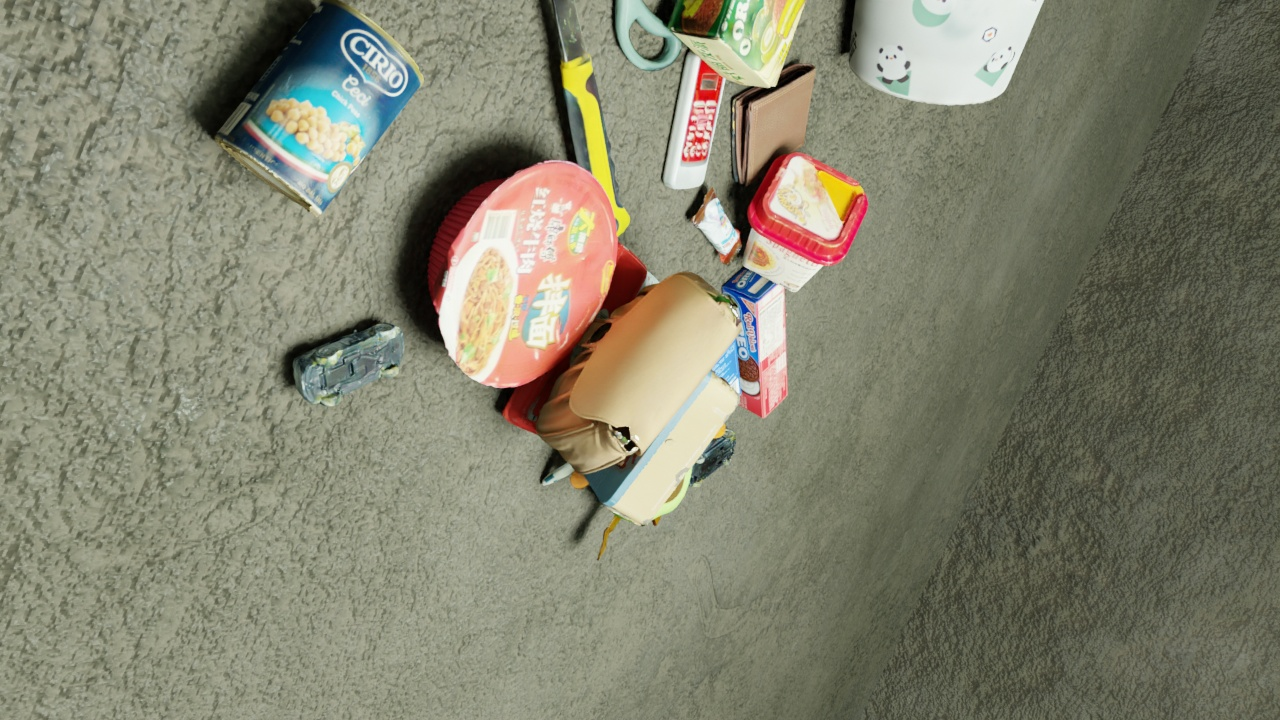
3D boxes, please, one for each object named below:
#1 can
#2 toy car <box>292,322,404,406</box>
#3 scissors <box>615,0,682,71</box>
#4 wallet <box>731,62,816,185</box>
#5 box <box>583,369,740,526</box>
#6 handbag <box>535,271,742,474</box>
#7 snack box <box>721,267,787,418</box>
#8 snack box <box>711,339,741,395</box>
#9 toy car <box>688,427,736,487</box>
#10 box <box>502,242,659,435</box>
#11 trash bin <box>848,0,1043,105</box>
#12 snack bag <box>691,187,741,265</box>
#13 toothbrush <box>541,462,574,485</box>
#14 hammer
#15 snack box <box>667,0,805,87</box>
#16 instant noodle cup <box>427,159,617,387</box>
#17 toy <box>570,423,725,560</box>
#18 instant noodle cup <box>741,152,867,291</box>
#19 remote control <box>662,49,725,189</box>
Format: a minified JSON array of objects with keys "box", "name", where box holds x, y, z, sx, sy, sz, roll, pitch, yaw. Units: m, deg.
[{"box":[-0.197,-0.154,0.567,0.111,0.075,0.075,-56,147,-9],"name":"can"},{"box":[-0.218,0.000,0.688,0.090,0.034,0.043,-31,133,-42],"name":"toy car"},{"box":[-0.006,-0.305,0.773,0.179,0.019,0.139,-2,115,-55],"name":"scissors"},{"box":[0.146,-0.259,1.006,0.124,0.032,0.101,-38,143,-32],"name":"wallet"},{"box":[0.023,0.069,0.915,0.059,0.090,0.184,32,94,-29],"name":"box"},{"box":[-0.005,0.005,0.824,0.100,0.148,0.204,46,68,-17],"name":"handbag"},{"box":[0.146,-0.022,1.153,0.058,0.057,0.208,-40,141,-27],"name":"snack box"},{"box":[0.083,0.010,1.116,0.084,0.026,0.157,-43,142,-28],"name":"snack box"},{"box":[0.088,0.126,1.201,0.105,0.031,0.049,-31,135,-41],"name":"toy car"},{"box":[-0.046,-0.009,0.915,0.201,0.038,0.157,-61,148,-4],"name":"box"},{"box":[0.339,-0.430,0.984,0.228,0.230,0.252,-34,143,-36],"name":"trash bin"},{"box":[0.084,-0.146,1.005,0.045,0.026,0.105,-57,146,-6],"name":"snack bag"},{"box":[-0.038,0.089,0.912,0.192,0.018,0.016,-35,177,37],"name":"toothbrush"},{"box":[-0.053,-0.226,0.742,0.126,0.032,0.324,-33,142,-20],"name":"hammer"},{"box":[0.114,-0.381,0.822,0.114,0.063,0.240,13,97,-57],"name":"snack box"},{"box":[-0.106,-0.078,0.757,0.193,0.066,0.194,-34,139,-37],"name":"instant noodle cup"},{"box":[0.010,0.106,1.026,0.226,0.090,0.247,-18,126,-42],"name":"toy"},{"box":[0.175,-0.148,1.030,0.116,0.116,0.124,-61,178,-25],"name":"instant noodle cup"},{"box":[0.055,-0.236,0.905,0.055,0.020,0.136,-18,126,-49],"name":"remote control"}]
